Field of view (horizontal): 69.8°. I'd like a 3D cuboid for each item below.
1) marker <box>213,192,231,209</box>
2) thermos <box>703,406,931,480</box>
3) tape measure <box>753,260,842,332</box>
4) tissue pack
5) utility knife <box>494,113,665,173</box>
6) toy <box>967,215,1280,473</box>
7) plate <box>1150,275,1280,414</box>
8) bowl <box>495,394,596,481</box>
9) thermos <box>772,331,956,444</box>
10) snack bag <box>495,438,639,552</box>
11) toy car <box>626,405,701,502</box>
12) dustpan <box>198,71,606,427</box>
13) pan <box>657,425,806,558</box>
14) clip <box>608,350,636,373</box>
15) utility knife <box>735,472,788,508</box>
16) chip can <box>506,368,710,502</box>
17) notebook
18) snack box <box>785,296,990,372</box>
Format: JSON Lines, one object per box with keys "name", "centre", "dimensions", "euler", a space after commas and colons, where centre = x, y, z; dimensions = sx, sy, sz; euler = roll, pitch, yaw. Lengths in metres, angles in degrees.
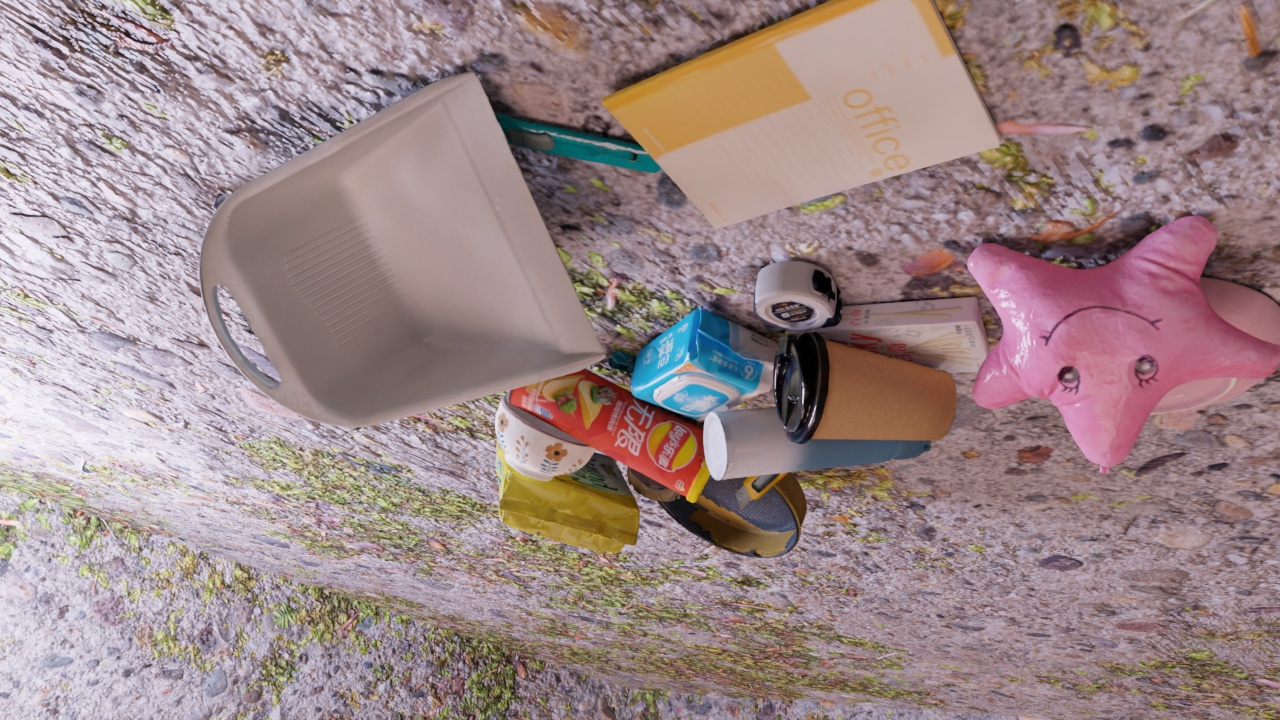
{"name": "marker", "centre": [-0.302, -0.120, 0.795], "dimensions": [0.130, 0.022, 0.018], "euler": [13, 160, -5]}
{"name": "thermos", "centre": [0.171, 0.071, 0.867], "dimensions": [0.220, 0.070, 0.070], "euler": [-4, 158, -15]}
{"name": "tape measure", "centre": [0.125, -0.052, 0.741], "dimensions": [0.066, 0.033, 0.066], "euler": [-5, 152, 26]}
{"name": "tissue pack", "centre": [0.057, 0.009, 0.856], "dimensions": [0.090, 0.063, 0.140], "euler": [23, 152, -21]}
{"name": "utility knife", "centre": [-0.051, -0.151, 0.637], "dimensions": [0.160, 0.013, 0.029], "euler": [11, 154, -1]}
{"name": "toy", "centre": [0.329, -0.006, 0.637], "dimensions": [0.195, 0.074, 0.178], "euler": [-3, 106, 29]}
{"name": "plate", "centre": [0.397, 0.000, 0.723], "dimensions": [0.192, 0.039, 0.193], "euler": [10, 154, 5]}
{"name": "bowl", "centre": [-0.105, 0.088, 0.969], "dimensions": [0.113, 0.062, 0.113], "euler": [25, -172, -4]}
{"name": "thermos", "centre": [0.182, 0.028, 0.762], "dimensions": [0.143, 0.093, 0.093], "euler": [7, 155, -9]}
{"name": "snack bag", "centre": [-0.097, 0.150, 1.083], "dimensions": [0.158, 0.068, 0.246], "euler": [18, -173, -12]}
{"name": "toy car", "centre": [0.026, 0.087, 0.978], "dimensions": [0.070, 0.042, 0.158], "euler": [14, 118, 9]}
{"name": "dustpan", "centre": [-0.197, -0.052, 0.673], "dimensions": [0.258, 0.142, 0.223], "euler": [-5, 117, 45]}
{"name": "pan", "centre": [0.032, 0.117, 1.062], "dimensions": [0.357, 0.078, 0.198], "euler": [40, 144, -7]}
{"name": "clip", "centre": [-0.005, 0.005, 0.931], "dimensions": [0.057, 0.014, 0.046], "euler": [16, 152, -11]}
{"name": "utility knife", "centre": [0.157, 0.102, 0.964], "dimensions": [0.033, 0.015, 0.174], "euler": [40, 116, -4]}
{"name": "chip can", "centre": [-0.024, 0.061, 0.921], "dimensions": [0.216, 0.073, 0.073], "euler": [28, 155, 9]}
{"name": "notebook", "centre": [0.099, -0.150, 0.573], "dimensions": [0.207, 0.010, 0.146], "euler": [-11, 146, 35]}
{"name": "snack box", "centre": [0.210, -0.017, 0.782], "dimensions": [0.157, 0.026, 0.085], "euler": [-3, 150, 27]}
